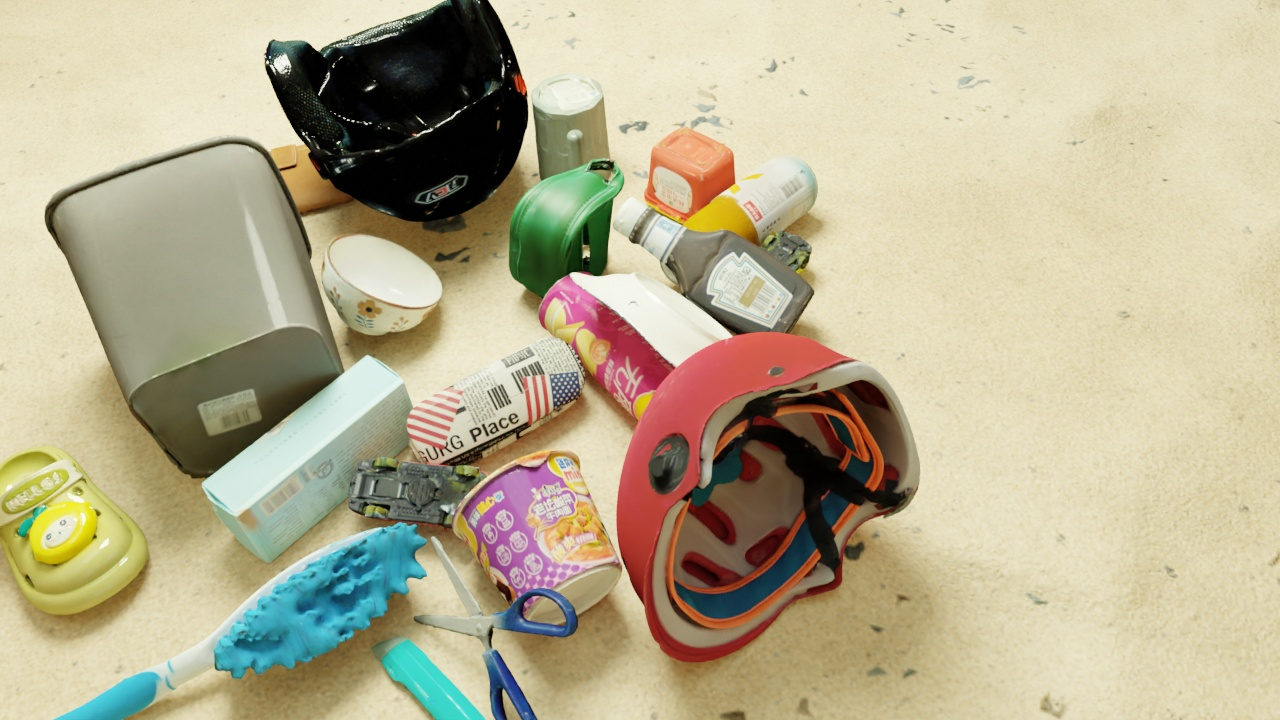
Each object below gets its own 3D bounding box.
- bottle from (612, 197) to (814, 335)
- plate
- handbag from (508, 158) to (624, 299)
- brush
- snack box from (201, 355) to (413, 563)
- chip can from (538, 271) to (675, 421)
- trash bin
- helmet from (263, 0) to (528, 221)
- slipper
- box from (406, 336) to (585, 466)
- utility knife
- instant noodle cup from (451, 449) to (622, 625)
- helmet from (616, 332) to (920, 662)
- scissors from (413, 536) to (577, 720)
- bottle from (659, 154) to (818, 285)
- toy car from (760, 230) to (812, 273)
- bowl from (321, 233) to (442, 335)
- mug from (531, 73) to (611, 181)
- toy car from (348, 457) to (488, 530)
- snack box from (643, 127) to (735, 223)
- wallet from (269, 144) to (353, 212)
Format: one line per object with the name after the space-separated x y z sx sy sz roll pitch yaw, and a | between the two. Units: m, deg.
0.064 -0.088 0.862 0.195 0.044 0.080 33 88 5 | bottle
0.030 -0.033 0.798 0.164 0.163 0.034 41 103 29 | plate
-0.068 -0.124 0.893 0.068 0.132 0.119 30 52 14 | handbag
-0.302 0.211 0.657 0.313 0.060 0.110 -32 12 -27 | brush
-0.267 0.080 0.763 0.051 0.074 0.174 32 58 25 | snack box
-0.005 0.005 0.817 0.071 0.071 0.210 -32 54 -22 | chip can
-0.372 -0.039 0.804 0.198 0.199 0.219 -23 59 -15 | trash bin
-0.228 -0.255 0.947 0.233 0.230 0.274 -22 49 3 | helmet
-0.479 0.123 0.735 0.190 0.082 0.091 33 61 30 | slipper
-0.122 0.036 0.790 0.163 0.081 0.075 -27 63 -21 | box
-0.114 0.264 0.637 0.221 0.013 0.029 34 58 30 | utility knife
-0.072 0.139 0.687 0.111 0.112 0.099 -24 61 -17 | instant noodle cup
0.070 0.084 0.670 0.240 0.207 0.144 -50 41 3 | helmet
-0.103 0.195 0.648 0.012 0.163 0.175 -3 65 -51 | scissors
0.100 -0.141 0.937 0.189 0.068 0.068 -37 57 -22 | bottle
0.127 -0.083 0.911 0.048 0.032 0.105 33 70 25 | toy car
-0.255 -0.065 0.882 0.113 0.062 0.113 26 29 -16 | bowl
-0.073 -0.237 1.006 0.083 0.103 0.123 -9 49 -5 | mug
-0.176 0.109 0.748 0.120 0.045 0.052 5 74 12 | toy car
0.054 -0.194 0.978 0.091 0.080 0.081 33 59 27 | snack box
-0.402 -0.209 1.049 0.130 0.035 0.119 -16 56 -11 | wallet
